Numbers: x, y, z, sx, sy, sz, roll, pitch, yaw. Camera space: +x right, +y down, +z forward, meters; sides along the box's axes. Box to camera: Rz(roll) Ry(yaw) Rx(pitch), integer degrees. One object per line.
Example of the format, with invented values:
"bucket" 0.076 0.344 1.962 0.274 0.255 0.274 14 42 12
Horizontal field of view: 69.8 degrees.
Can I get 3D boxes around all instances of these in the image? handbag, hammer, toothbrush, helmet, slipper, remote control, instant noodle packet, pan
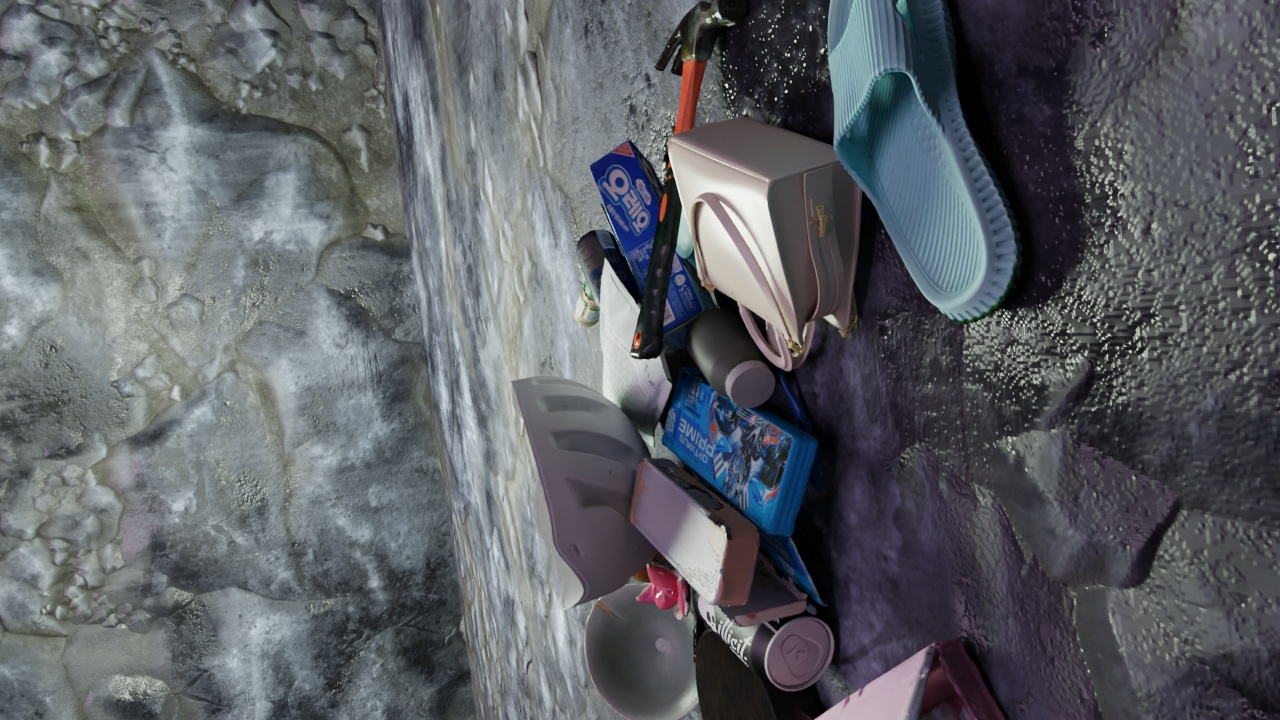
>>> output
"handbag" 0.104 -0.084 0.757 0.194 0.101 0.198 -135 30 -58
"hammer" 0.031 -0.164 0.859 0.133 0.033 0.333 -167 86 -67
"toothbrush" 0.140 0.050 0.809 0.021 0.016 0.132 139 118 -66
"helmet" -0.075 0.137 1.034 0.282 0.184 0.224 60 177 -38
"slipper" 0.165 -0.153 0.596 0.116 0.069 0.276 130 127 -66
"remote control" 0.070 0.281 1.051 0.045 0.021 0.140 -79 -9 -74
"instant noodle packet" -0.006 0.006 1.023 0.146 0.057 0.270 59 165 18
"pan" 0.138 0.355 0.894 0.357 0.043 0.248 146 113 -67

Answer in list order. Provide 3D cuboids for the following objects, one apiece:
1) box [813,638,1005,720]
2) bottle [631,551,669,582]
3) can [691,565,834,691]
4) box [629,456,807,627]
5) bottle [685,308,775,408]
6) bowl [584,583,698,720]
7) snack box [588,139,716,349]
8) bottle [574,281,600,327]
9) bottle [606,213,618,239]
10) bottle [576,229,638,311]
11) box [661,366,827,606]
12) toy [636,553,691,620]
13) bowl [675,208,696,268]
"box" 0.162 0.301 0.694 0.233 0.098 0.099 -58 46 47
"bottle" -0.026 0.232 1.225 0.210 0.068 0.068 -165 67 -67
"can" 0.112 0.242 0.865 0.146 0.080 0.080 -152 56 -64
"box" 0.060 0.158 0.859 0.216 0.094 0.108 -149 42 -67
"bottle" 0.084 -0.002 0.853 0.108 0.060 0.060 -120 29 -56
"bowl" 0.019 0.360 1.152 0.174 0.067 0.174 -2 86 27
"snack box" 0.014 -0.123 0.962 0.059 0.059 0.226 29 -146 -60
"bottle" -0.062 -0.082 1.229 0.110 0.042 0.042 121 135 -61
"bottle" 0.005 -0.130 1.031 0.048 0.048 0.131 104 149 -45
"bottle" -0.034 -0.089 1.134 0.056 0.056 0.160 112 143 -53
"box" 0.088 0.115 0.882 0.243 0.063 0.174 -145 46 -65
"toy" 0.040 0.268 1.084 0.102 0.050 0.065 10 95 60
"bowl" 0.061 -0.128 0.891 0.121 0.046 0.121 171 90 -69
